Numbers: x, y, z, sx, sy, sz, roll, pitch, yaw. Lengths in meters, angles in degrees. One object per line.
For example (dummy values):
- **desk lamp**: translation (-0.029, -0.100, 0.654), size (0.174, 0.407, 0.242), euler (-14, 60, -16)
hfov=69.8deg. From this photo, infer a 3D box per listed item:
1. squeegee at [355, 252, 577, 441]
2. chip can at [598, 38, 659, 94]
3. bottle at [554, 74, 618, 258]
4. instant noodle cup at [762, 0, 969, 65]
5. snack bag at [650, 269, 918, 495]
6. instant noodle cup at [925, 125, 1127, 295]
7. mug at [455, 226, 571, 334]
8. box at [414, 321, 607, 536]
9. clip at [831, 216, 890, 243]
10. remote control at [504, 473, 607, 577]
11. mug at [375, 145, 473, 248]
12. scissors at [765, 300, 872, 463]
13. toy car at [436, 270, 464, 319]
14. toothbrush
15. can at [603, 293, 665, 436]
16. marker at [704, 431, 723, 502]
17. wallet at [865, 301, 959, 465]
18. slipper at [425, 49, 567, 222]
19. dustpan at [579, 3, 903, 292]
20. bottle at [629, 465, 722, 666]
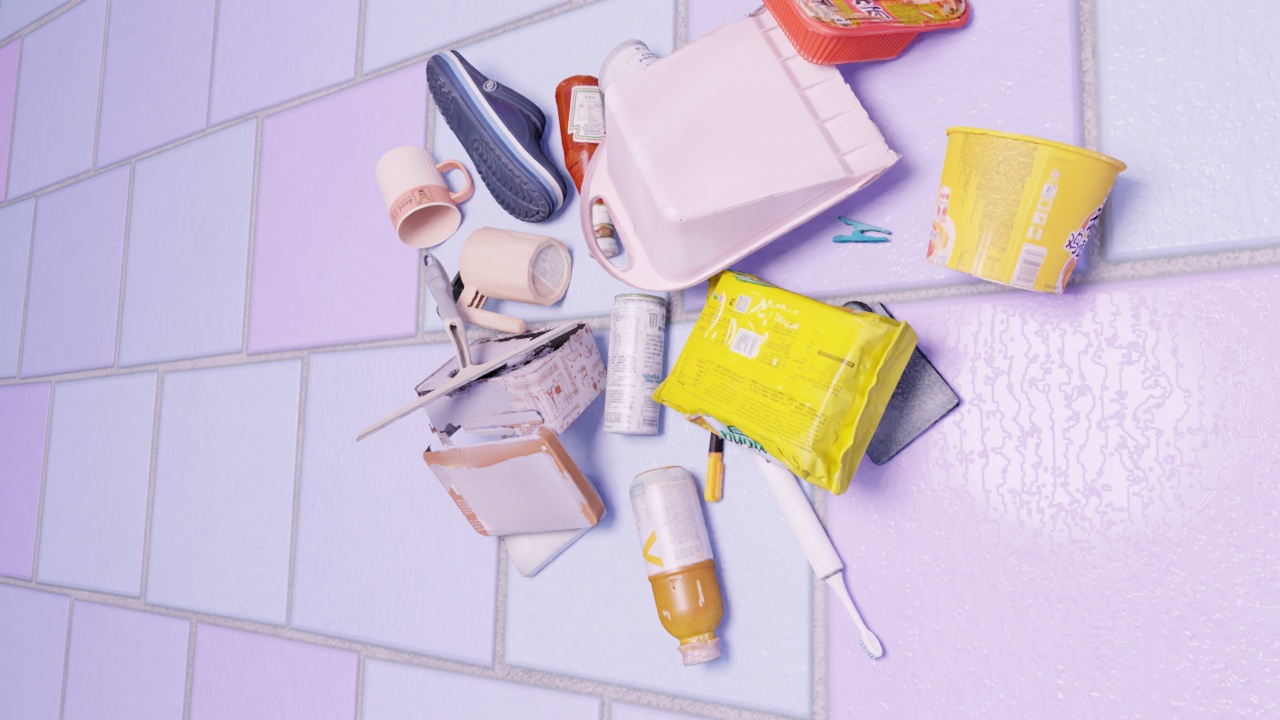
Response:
- **squeegee**: translation (-0.207, -0.040, 1.004), size (0.246, 0.039, 0.246), euler (-28, 44, -1)
- **chip can**: translation (0.045, -0.252, 0.960), size (0.071, 0.071, 0.214), euler (-52, 59, 18)
- **bottle**: translation (-0.056, -0.217, 1.034), size (0.060, 0.059, 0.206), euler (-14, 79, 33)
- **instant noodle cup**: translation (0.186, -0.339, 0.835), size (0.164, 0.188, 0.079), euler (65, 153, 24)
- **snack bag**: translation (0.119, 0.006, 0.827), size (0.247, 0.068, 0.158), euler (25, 89, 49)
- **instant noodle cup**: translation (0.298, -0.117, 0.734), size (0.138, 0.137, 0.110), euler (22, 105, 35)
- **mug**: translation (-0.152, -0.091, 1.058), size (0.104, 0.084, 0.124), euler (12, 69, 34)
- **box**: translation (-0.121, 0.082, 1.009), size (0.183, 0.156, 0.193), euler (-7, 116, 34)
- **clip**: translation (0.208, -0.120, 0.862), size (0.057, 0.015, 0.049), euler (13, 88, 37)
- **remote control**: translation (-0.097, 0.186, 1.028), size (0.135, 0.019, 0.056), euler (-42, 62, 22)
- **mug**: translation (-0.274, -0.218, 1.178), size (0.114, 0.082, 0.106), euler (-27, 65, 0)
- **scissors**: translation (0.151, 0.004, 0.859), size (0.179, 0.019, 0.170), euler (-46, 44, 18)
- **toy car**: translation (-0.210, -0.088, 1.139), size (0.048, 0.032, 0.105), euler (35, 92, 33)
- **toothbrush**: translation (0.162, 0.170, 0.847), size (0.221, 0.026, 0.026), euler (63, 156, 23)
- **can**: translation (-0.006, 0.006, 0.966), size (0.058, 0.058, 0.146), euler (0, 83, 35)
- **marker**: translation (0.078, 0.080, 0.922), size (0.015, 0.018, 0.123), euler (1, 84, 36)
- **wallet**: translation (0.217, 0.021, 0.835), size (0.097, 0.019, 0.120), euler (-45, 63, 24)
- **slipper**: translation (-0.163, -0.272, 1.099), size (0.095, 0.105, 0.252), euler (-33, 75, -18)
- **dustpan**: translation (0.069, -0.193, 0.886), size (0.273, 0.139, 0.222), euler (-19, 66, -5)
- **bottle**: translation (0.039, 0.201, 0.902), size (0.068, 0.068, 0.189), euler (-23, 71, 30)
